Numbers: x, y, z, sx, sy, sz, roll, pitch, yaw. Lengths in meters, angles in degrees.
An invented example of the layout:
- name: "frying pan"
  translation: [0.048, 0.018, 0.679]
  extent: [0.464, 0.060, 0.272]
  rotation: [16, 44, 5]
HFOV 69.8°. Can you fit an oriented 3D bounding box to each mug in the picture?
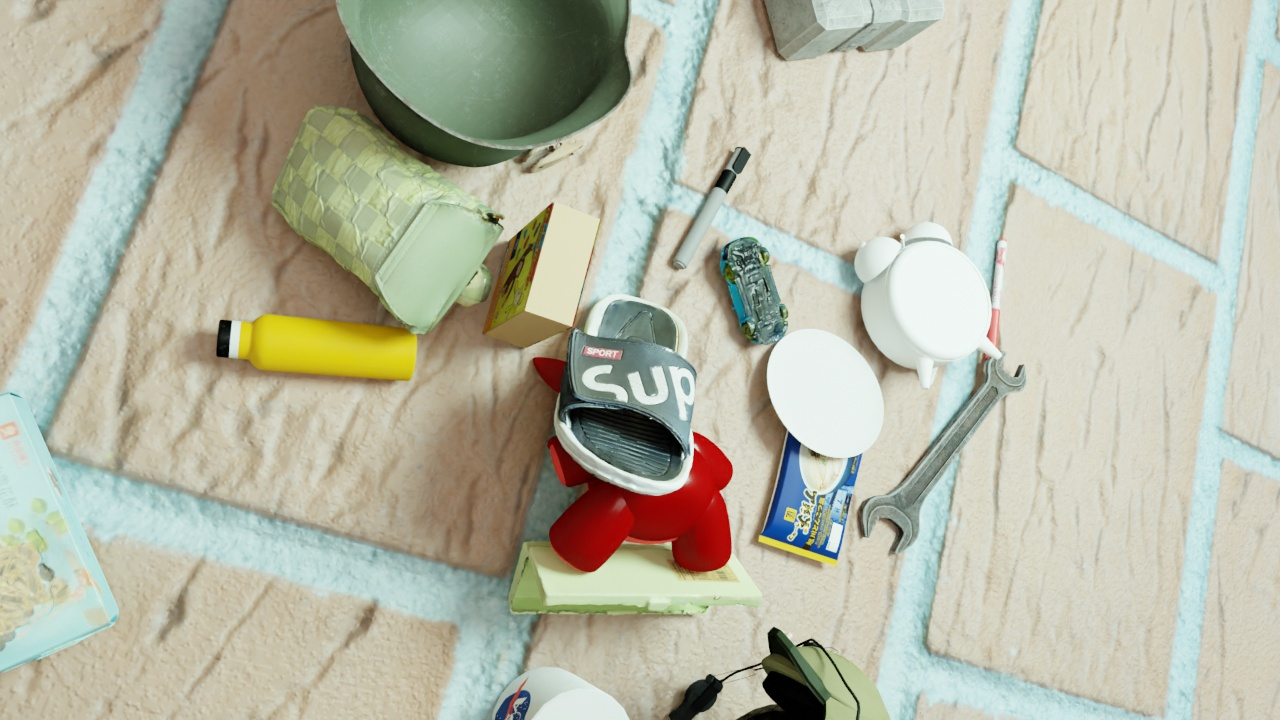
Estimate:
- name: "mug"
  translation: [-0.066, 0.314, 0.728]
  extent: [0.091, 0.090, 0.121]
  rotation: [11, 79, -22]

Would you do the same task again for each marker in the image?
- name: "marker"
  translation: [0.395, -0.068, 1.017]
  extent: [0.012, 0.013, 0.142]
  rotation: [15, 78, -21]
- name: "marker"
  translation: [0.068, -0.147, 0.883]
  extent: [0.016, 0.016, 0.140]
  rotation: [34, 72, -16]

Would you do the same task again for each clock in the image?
- name: "clock"
  translation: [0.288, -0.056, 0.946]
  extent: [0.125, 0.073, 0.161]
  rotation: [-19, 84, -24]

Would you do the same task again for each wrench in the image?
- name: "wrench"
  translation: [0.322, 0.091, 0.959]
  extent: [0.272, 0.010, 0.070]
  rotation: [-46, 103, -18]

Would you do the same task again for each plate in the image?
- name: "plate"
  translation: [0.179, 0.032, 0.898]
  extent: [0.134, 0.011, 0.134]
  rotation: [11, 63, -22]

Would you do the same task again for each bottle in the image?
- name: "bottle"
  translation: [-0.250, -0.011, 0.714]
  extent: [0.143, 0.043, 0.043]
  rotation: [5, 81, -23]

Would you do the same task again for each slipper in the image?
- name: "slipper"
  translation: [-0.004, 0.005, 0.720]
  extent: [0.111, 0.263, 0.063]
  rotation: [16, 118, -3]

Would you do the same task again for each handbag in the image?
- name: "handbag"
  translation: [-0.191, -0.112, 0.720]
  extent: [0.186, 0.116, 0.113]
  rotation: [39, 97, 10]

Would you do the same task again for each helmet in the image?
- name: "helmet"
  translation: [0.096, 0.348, 0.692]
  extent: [0.249, 0.256, 0.233]
  rotation: [-41, 97, -21]
- name: "helmet"
  translation: [-0.127, -0.256, 0.735]
  extent: [0.227, 0.154, 0.267]
  rotation: [42, 63, -12]

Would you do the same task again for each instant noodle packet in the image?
- name: "instant noodle packet"
  translation: [0.168, 0.122, 0.888]
  extent: [0.087, 0.026, 0.134]
  rotation: [20, 76, -17]

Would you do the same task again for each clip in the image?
- name: "clip"
  translation: [-0.076, -0.187, 0.823]
  extent: [0.049, 0.026, 0.061]
  rotation: [26, 67, -23]

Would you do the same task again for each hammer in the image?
- name: "hammer"
  translation: [0.265, -0.381, 0.831]
  extent: [0.162, 0.318, 0.083]
  rotation: [-14, 89, -24]

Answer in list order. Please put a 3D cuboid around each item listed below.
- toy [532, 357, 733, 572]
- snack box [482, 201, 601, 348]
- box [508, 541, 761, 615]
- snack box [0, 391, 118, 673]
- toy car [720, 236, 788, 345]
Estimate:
- name: "toy"
  translation: [-0.006, 0.077, 0.767]
  extent: [0.158, 0.121, 0.197]
  rotation: [4, 41, -21]
- name: "snack box"
  translation: [-0.083, -0.065, 0.747]
  extent: [0.040, 0.126, 0.088]
  rotation: [18, 76, -21]
- name: "box"
  translation: [-0.009, 0.197, 0.760]
  extent: [0.187, 0.098, 0.082]
  rotation: [7, 115, -20]
- name: "snack box"
  translation: [-0.426, 0.114, 0.618]
  extent: [0.074, 0.053, 0.174]
  rotation: [-23, 94, -25]
- name: "toy car"
  translation: [0.106, -0.066, 0.881]
  extent: [0.048, 0.032, 0.105]
  rotation: [-25, 99, -24]
